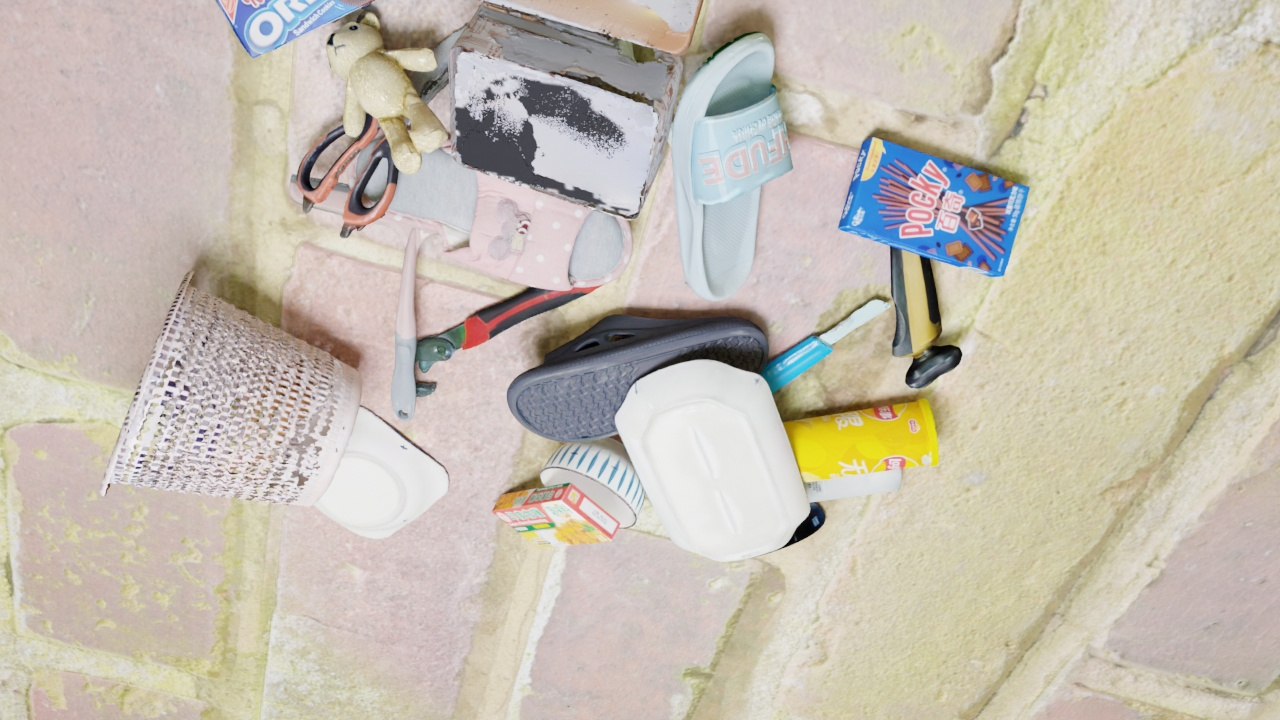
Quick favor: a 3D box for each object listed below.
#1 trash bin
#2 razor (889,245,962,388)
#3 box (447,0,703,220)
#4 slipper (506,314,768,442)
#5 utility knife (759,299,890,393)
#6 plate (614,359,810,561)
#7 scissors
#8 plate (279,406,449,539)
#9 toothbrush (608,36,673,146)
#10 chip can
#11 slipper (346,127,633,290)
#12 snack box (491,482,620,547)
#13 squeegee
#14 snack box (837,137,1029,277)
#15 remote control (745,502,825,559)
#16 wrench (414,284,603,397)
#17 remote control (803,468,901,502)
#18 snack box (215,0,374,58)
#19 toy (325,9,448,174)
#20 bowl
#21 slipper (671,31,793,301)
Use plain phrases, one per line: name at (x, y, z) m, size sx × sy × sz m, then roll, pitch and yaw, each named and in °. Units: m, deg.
trash bin at (-0.395, 0.050, 0.915) m, size 0.192 × 0.227 × 0.228 m, roll 22°, pitch 121°, yaw -25°
razor at (0.272, -0.053, 0.891) m, size 0.068 × 0.062 × 0.167 m, roll 5°, pitch 122°, yaw 38°
box at (-0.049, -0.257, 0.728) m, size 0.179 × 0.124 × 0.274 m, roll 18°, pitch 122°, yaw 2°
slipper at (-0.006, 0.005, 0.936) m, size 0.268 × 0.083 × 0.111 m, roll -15°, pitch 133°, yaw -8°
utility knife at (0.163, 0.000, 0.948) m, size 0.217 × 0.018 × 0.034 m, roll -35°, pitch 112°, yaw 24°
plate at (0.076, 0.117, 0.933) m, size 0.162 × 0.034 × 0.266 m, roll -15°, pitch 122°, yaw 12°
scissors at (-0.214, -0.200, 0.813) m, size 0.206 × 0.015 × 0.196 m, roll -3°, pitch 90°, yaw 14°
plate at (-0.323, 0.141, 1.057) m, size 0.165 × 0.034 × 0.163 m, roll -38°, pitch 113°, yaw 24°
toothbrush at (0.025, -0.208, 0.827) m, size 0.029 × 0.020 × 0.189 m, roll -41°, pitch 118°, yaw -11°
chip can at (0.202, 0.091, 0.974) m, size 0.213 × 0.072 × 0.072 m, roll -9°, pitch 121°, yaw 10°
slipper at (-0.138, -0.140, 0.842) m, size 0.274 × 0.054 × 0.114 m, roll 20°, pitch 106°, yaw -3°
snack box at (-0.097, 0.175, 1.025) m, size 0.077 × 0.027 × 0.156 m, roll 43°, pitch 147°, yaw -21°
squeegee at (-0.233, -0.040, 0.920) m, size 0.247 × 0.040 × 0.250 m, roll 9°, pitch 116°, yaw -3°
snack box at (0.266, -0.137, 0.831) m, size 0.157 × 0.026 × 0.084 m, roll 16°, pitch 91°, yaw -7°
remote control at (0.151, 0.203, 1.073) m, size 0.137 × 0.024 × 0.053 m, roll -24°, pitch 119°, yaw 17°
wrench at (-0.146, -0.037, 0.944) m, size 0.274 × 0.016 × 0.056 m, roll -28°, pitch 113°, yaw 19°
remote control at (0.222, 0.128, 1.025) m, size 0.135 × 0.019 × 0.056 m, roll -10°, pitch 121°, yaw 9°
snack box at (-0.241, -0.317, 0.752) m, size 0.208 × 0.058 × 0.057 m, roll -19°, pitch 116°, yaw 14°
toy at (-0.215, -0.222, 0.768) m, size 0.105 × 0.066 × 0.157 m, roll -42°, pitch 68°, yaw 18°
bowl at (-0.044, 0.124, 0.999) m, size 0.116 × 0.066 × 0.117 m, roll 21°, pitch 149°, yaw 13°
slipper at (0.083, -0.156, 0.800) m, size 0.074 × 0.103 × 0.246 m, roll 31°, pitch 136°, yaw 36°
